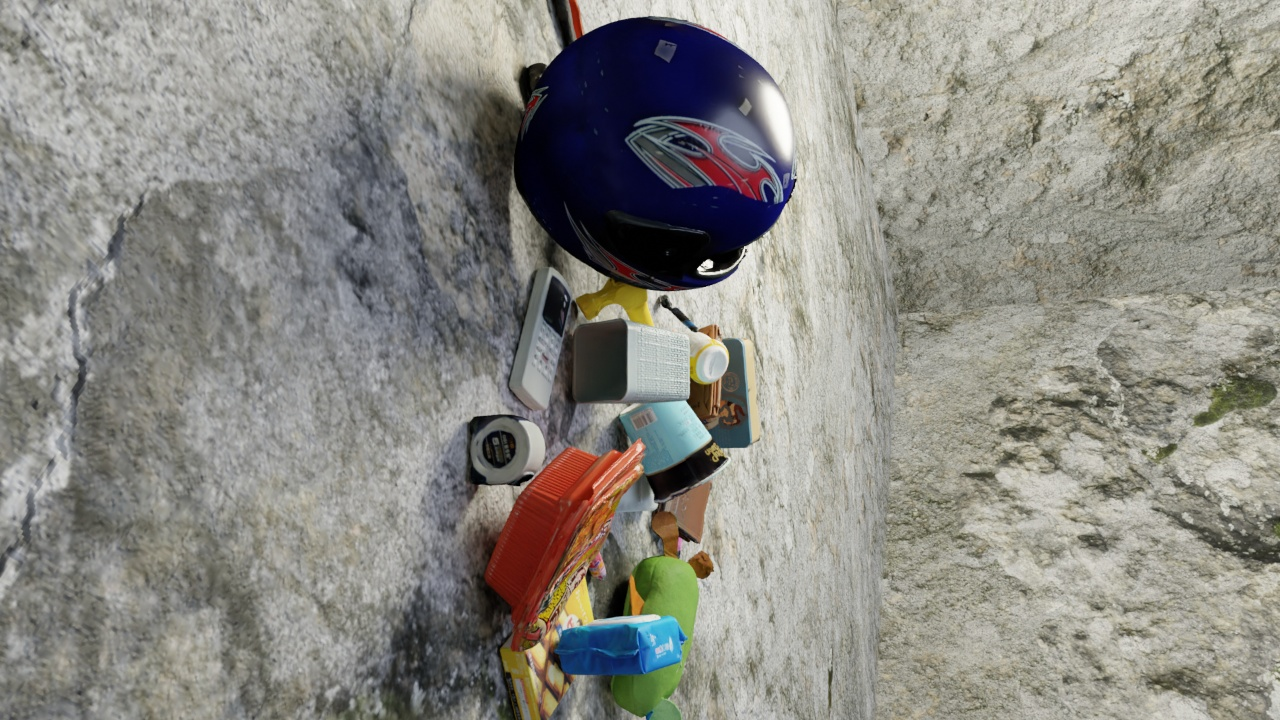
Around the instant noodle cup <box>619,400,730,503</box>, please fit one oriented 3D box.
[{"bbox_3d":[0.036,0.098,1.139,0.120,0.111,0.111,60,26,-1],"label":"instant noodle cup"}]

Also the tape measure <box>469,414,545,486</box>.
[{"bbox_3d":[-0.122,0.082,0.835,0.033,0.066,0.065,18,71,-67],"label":"tape measure"}]

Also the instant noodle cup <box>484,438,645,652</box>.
[{"bbox_3d":[-0.075,0.159,0.860,0.189,0.079,0.164,-64,169,26],"label":"instant noodle cup"}]

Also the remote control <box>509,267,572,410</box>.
[{"bbox_3d":[-0.101,-0.024,0.955,0.058,0.021,0.149,53,41,-53],"label":"remote control"}]

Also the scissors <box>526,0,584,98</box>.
[{"bbox_3d":[-0.071,-0.316,1.061,0.220,0.022,0.234,-39,122,-62],"label":"scissors"}]

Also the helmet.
[{"bbox_3d":[0.041,-0.205,0.932,0.315,0.241,0.246,22,62,-37],"label":"helmet"}]

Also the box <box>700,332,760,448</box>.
[{"bbox_3d":[0.132,0.043,1.412,0.061,0.090,0.184,-19,102,-65],"label":"box"}]

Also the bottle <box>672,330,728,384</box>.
[{"bbox_3d":[0.070,-0.010,1.250,0.063,0.108,0.063,-12,114,-29],"label":"bottle"}]

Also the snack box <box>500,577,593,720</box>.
[{"bbox_3d":[-0.089,0.289,0.930,0.140,0.034,0.087,-44,128,-63],"label":"snack box"}]

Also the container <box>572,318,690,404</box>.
[{"bbox_3d":[-0.006,0.006,1.040,0.111,0.090,0.090,7,81,-44],"label":"container"}]

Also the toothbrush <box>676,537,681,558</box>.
[{"bbox_3d":[0.066,0.192,1.326,0.014,0.018,0.189,31,60,-53],"label":"toothbrush"}]

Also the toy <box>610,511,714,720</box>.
[{"bbox_3d":[0.023,0.317,1.118,0.227,0.090,0.246,62,37,-43],"label":"toy"}]

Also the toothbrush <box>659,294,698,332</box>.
[{"bbox_3d":[0.050,-0.063,1.208,0.189,0.014,0.016,-125,-158,-71],"label":"toothbrush"}]

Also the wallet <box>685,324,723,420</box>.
[{"bbox_3d":[0.087,0.020,1.317,0.108,0.031,0.131,159,-66,-69],"label":"wallet"}]

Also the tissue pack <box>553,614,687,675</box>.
[{"bbox_3d":[-0.016,0.290,0.943,0.157,0.095,0.052,27,57,-65],"label":"tissue pack"}]

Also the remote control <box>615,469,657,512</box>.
[{"bbox_3d":[-0.011,0.161,1.144,0.136,0.020,0.056,17,71,-65],"label":"remote control"}]

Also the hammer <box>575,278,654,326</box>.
[{"bbox_3d":[0.015,-0.013,1.156,0.033,0.128,0.301,58,-7,36],"label":"hammer"}]

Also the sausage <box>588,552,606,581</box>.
[{"bbox_3d":[-0.063,0.187,1.019,0.020,0.020,0.156,-57,138,-54],"label":"sausage"}]

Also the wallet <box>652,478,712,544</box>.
[{"bbox_3d":[0.061,0.181,1.279,0.101,0.032,0.124,44,50,-44],"label":"wallet"}]
